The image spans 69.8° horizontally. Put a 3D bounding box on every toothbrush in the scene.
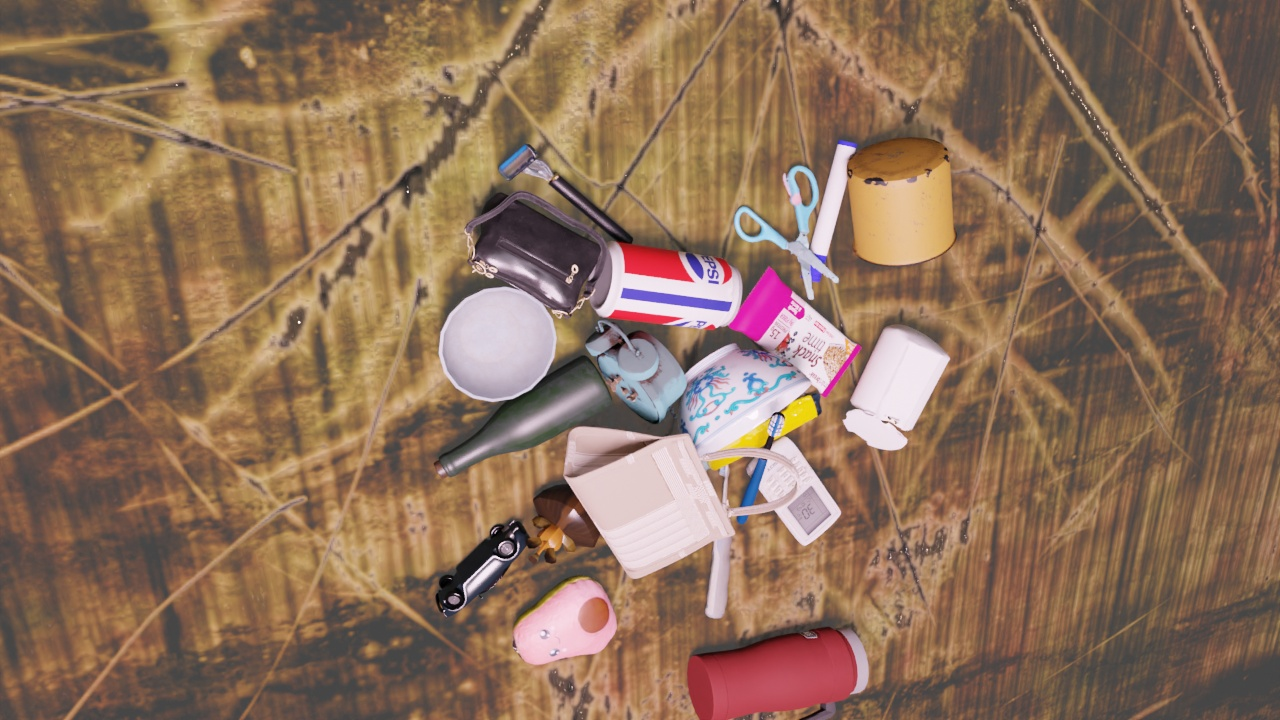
[{"bbox_3d":[0.125,0.118,0.970,0.014,0.014,0.168,16,129,5],"label":"toothbrush"},{"bbox_3d":[0.090,0.201,1.014,0.022,0.024,0.186,-28,125,-57],"label":"toothbrush"}]

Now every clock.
[{"bbox_3d":[-0.005,0.005,0.865,0.053,0.090,0.124,-41,134,-18],"label":"clock"}]

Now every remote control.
[{"bbox_3d":[0.172,0.146,1.027,0.060,0.025,0.138,-40,119,-5],"label":"remote control"}]

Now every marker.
[{"bbox_3d":[0.191,-0.151,0.932,0.020,0.020,0.142,6,106,-25],"label":"marker"}]

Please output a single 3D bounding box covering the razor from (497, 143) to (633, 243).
[{"bbox_3d":[-0.060,-0.146,0.829,0.043,0.022,0.144,-28,133,37],"label":"razor"}]

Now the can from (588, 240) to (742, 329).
[{"bbox_3d":[0.023,-0.069,0.861,0.132,0.070,0.070,6,106,-25],"label":"can"}]

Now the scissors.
[{"bbox_3d":[0.144,-0.118,0.916,0.111,0.015,0.141,-15,101,-9],"label":"scissors"}]

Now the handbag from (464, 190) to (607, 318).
[{"bbox_3d":[-0.092,-0.091,0.795,0.128,0.054,0.079,27,61,-22],"label":"handbag"}]

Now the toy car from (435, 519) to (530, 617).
[{"bbox_3d":[-0.154,0.204,0.899,0.112,0.046,0.034,-44,113,-5],"label":"toy car"}]

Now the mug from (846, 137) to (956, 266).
[{"bbox_3d":[0.259,-0.166,0.911,0.101,0.123,0.094,0,128,24],"label":"mug"}]

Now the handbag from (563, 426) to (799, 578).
[{"bbox_3d":[0.052,0.125,0.874,0.198,0.062,0.176,-11,134,15],"label":"handbag"}]

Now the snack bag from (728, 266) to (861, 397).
[{"bbox_3d":[0.165,-0.023,0.947,0.196,0.016,0.070,32,95,-44],"label":"snack bag"}]

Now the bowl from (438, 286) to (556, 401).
[{"bbox_3d":[-0.133,-0.019,0.831,0.106,0.039,0.106,-8,111,-20],"label":"bowl"}]

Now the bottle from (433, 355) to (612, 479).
[{"bbox_3d":[-0.113,0.060,0.860,0.174,0.055,0.055,-30,117,-9],"label":"bottle"}]

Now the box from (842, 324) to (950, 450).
[{"bbox_3d":[0.274,0.035,0.997,0.080,0.089,0.143,22,101,-9],"label":"box"}]

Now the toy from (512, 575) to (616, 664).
[{"bbox_3d":[-0.080,0.275,0.952,0.110,0.051,0.090,-25,115,-12],"label":"toy"}]

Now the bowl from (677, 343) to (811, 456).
[{"bbox_3d":[0.088,0.031,0.910,0.144,0.144,0.074,-30,77,-11],"label":"bowl"}]

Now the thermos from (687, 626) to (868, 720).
[{"bbox_3d":[0.162,0.376,1.065,0.198,0.084,0.108,-4,75,-19],"label":"thermos"}]

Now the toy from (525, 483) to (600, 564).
[{"bbox_3d":[-0.079,0.164,0.894,0.076,0.099,0.063,37,134,4],"label":"toy"}]

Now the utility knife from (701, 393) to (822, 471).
[{"bbox_3d":[0.101,0.092,0.982,0.223,0.019,0.030,-27,105,-16],"label":"utility knife"}]
